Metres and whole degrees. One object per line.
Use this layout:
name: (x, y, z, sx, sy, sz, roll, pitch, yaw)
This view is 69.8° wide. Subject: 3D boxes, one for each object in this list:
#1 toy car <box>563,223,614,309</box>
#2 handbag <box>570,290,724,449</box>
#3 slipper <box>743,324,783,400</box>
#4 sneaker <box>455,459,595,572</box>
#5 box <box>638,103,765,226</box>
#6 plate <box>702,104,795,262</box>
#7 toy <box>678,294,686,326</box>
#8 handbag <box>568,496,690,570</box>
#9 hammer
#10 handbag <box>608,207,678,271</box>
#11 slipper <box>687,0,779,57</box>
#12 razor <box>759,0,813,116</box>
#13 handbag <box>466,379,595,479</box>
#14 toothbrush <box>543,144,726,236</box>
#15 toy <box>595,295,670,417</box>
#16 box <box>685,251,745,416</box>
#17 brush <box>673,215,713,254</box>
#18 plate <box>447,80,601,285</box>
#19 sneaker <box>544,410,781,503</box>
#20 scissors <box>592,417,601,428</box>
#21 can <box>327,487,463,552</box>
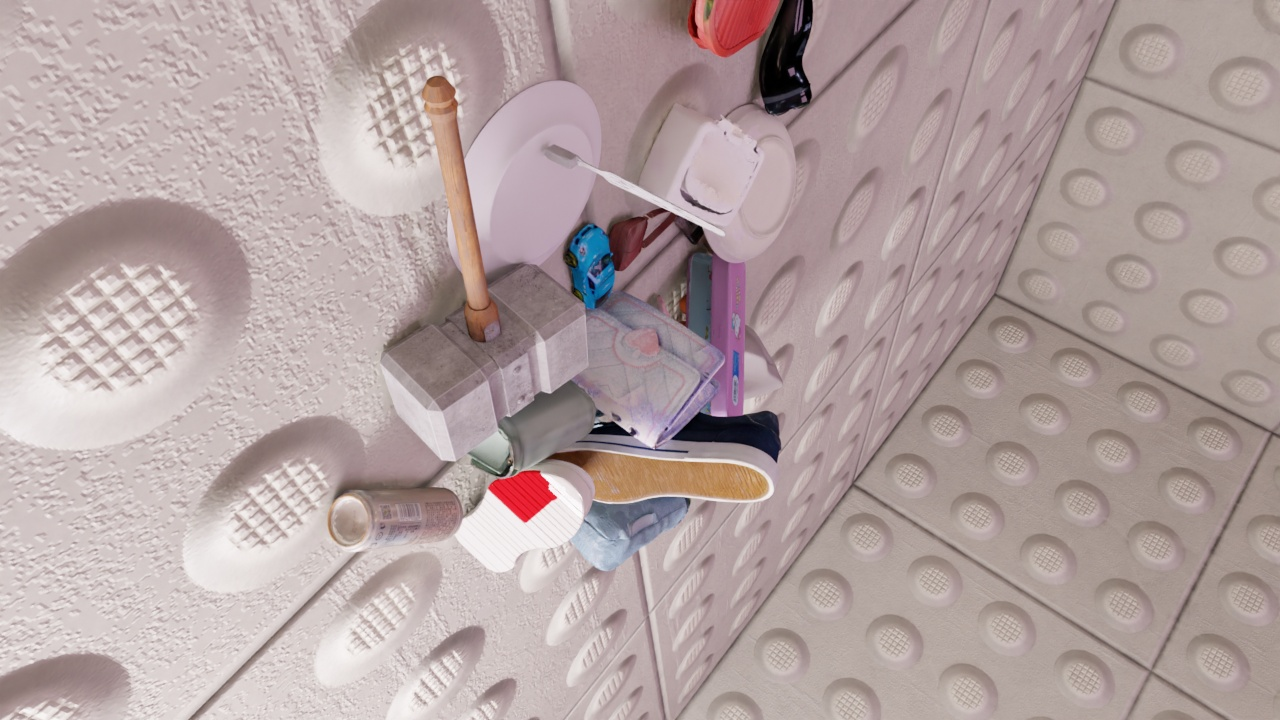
toy car: (-0.047, -0.090, 0.921, 0.048, 0.032, 0.105, -46, 153, -24)
handbag: (-0.006, 0.006, 0.962, 0.126, 0.158, 0.069, -42, 155, -32)
slipper: (0.139, -0.005, 1.342, 0.113, 0.080, 0.265, -17, 161, 20)
sneaker: (-0.104, 0.139, 0.951, 0.104, 0.090, 0.237, -48, -177, -39)
box: (0.075, -0.191, 0.927, 0.107, 0.091, 0.102, 12, 112, -47)
plate: (0.134, -0.201, 1.059, 0.181, 0.034, 0.182, -22, 119, -46)
toy: (0.096, -0.067, 1.211, 0.127, 0.065, 0.095, -41, 160, -52)
handbag: (-0.018, 0.186, 1.220, 0.191, 0.122, 0.119, -18, 136, -49)
hammer: (-0.128, -0.075, 0.693, 0.162, 0.083, 0.318, -36, 150, -26)
handbag: (0.007, -0.140, 0.978, 0.119, 0.029, 0.055, -40, 154, -46)
slipper: (0.081, -0.335, 0.834, 0.104, 0.059, 0.248, -68, 170, 24)
razor: (0.165, -0.331, 0.991, 0.052, 0.064, 0.141, -42, 154, -33)
handbag: (-0.118, 0.053, 0.868, 0.121, 0.106, 0.067, -24, 143, -51)
toothbrush: (-0.009, -0.131, 0.709, 0.010, 0.181, 0.010, -39, 145, -31)
toy: (-0.003, 0.019, 1.054, 0.204, 0.106, 0.131, -31, 142, -49)
box: (0.096, -0.026, 1.115, 0.078, 0.065, 0.214, 15, 74, -53)
brush: (0.072, -0.155, 1.094, 0.039, 0.012, 0.151, -58, 157, -1)
plate: (-0.089, -0.145, 0.788, 0.188, 0.016, 0.189, -43, 153, -29)
sneaker: (0.020, 0.089, 1.018, 0.121, 0.295, 0.127, 60, 37, -40)
scissors: (-0.038, 0.090, 1.150, 0.171, 0.021, 0.172, -43, 156, -3)
can: (-0.222, 0.144, 0.841, 0.054, 0.054, 0.135, -60, 157, 7)
